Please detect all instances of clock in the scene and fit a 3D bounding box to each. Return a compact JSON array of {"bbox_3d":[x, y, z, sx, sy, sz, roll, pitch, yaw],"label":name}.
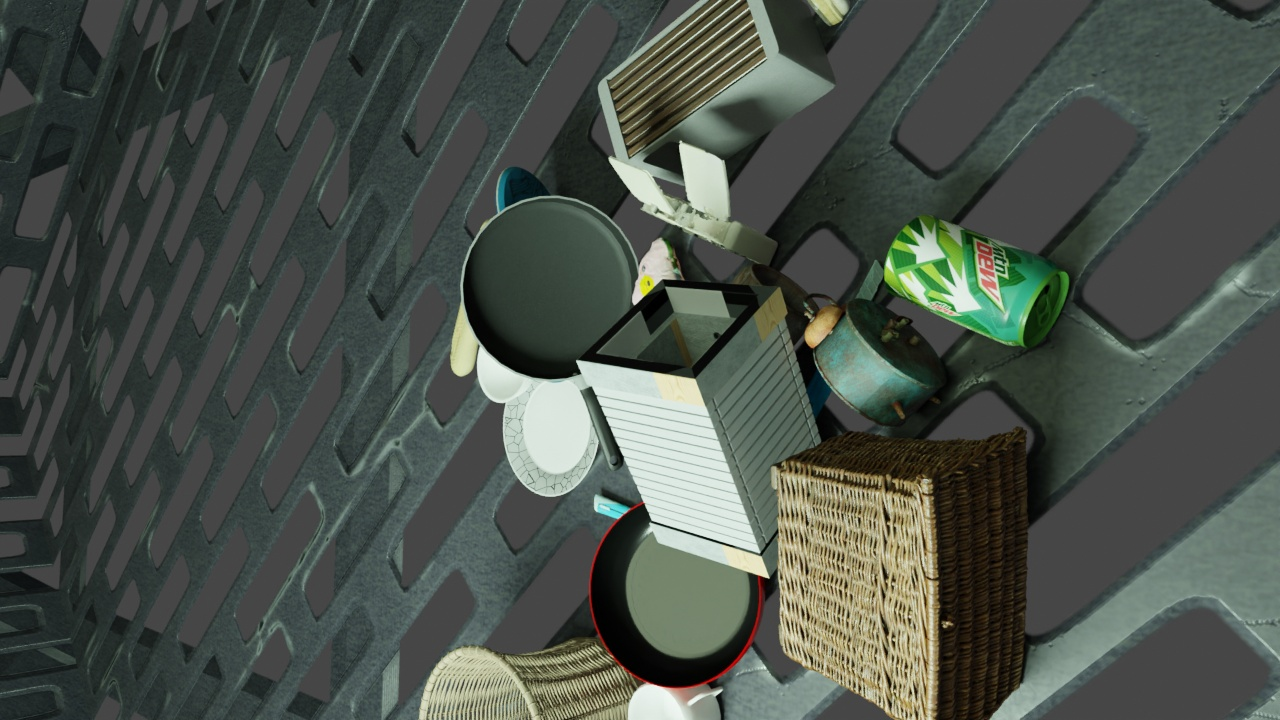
[{"bbox_3d":[0.221,-0.015,0.885,0.157,0.121,0.073,50,123,21],"label":"clock"}]

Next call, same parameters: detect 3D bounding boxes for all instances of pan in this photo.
[{"bbox_3d":[0.103,0.229,1.012,0.357,0.067,0.208,-26,69,20],"label":"pan"},{"bbox_3d":[-0.089,-0.027,1.144,0.034,0.225,0.356,18,128,70],"label":"pan"}]

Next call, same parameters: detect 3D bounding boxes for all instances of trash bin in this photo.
[{"bbox_3d":[0.074,0.065,0.915,0.143,0.142,0.247,9,132,41],"label":"trash bin"},{"bbox_3d":[0.081,-0.311,1.036,0.230,0.114,0.114,-28,69,37],"label":"trash bin"}]

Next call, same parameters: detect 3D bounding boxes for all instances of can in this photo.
[{"bbox_3d":[0.305,-0.073,0.843,0.144,0.083,0.083,32,108,38],"label":"can"}]

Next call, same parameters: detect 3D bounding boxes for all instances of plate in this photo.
[{"bbox_3d":[-0.119,0.089,1.249,0.189,0.016,0.188,-4,84,41],"label":"plate"}]

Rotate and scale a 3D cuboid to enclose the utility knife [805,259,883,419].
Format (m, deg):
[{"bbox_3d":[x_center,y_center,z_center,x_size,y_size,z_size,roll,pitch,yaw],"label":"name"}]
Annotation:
[{"bbox_3d":[0.210,-0.015,0.970,0.031,0.015,0.196,34,107,33],"label":"utility knife"}]

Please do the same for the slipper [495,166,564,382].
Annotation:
[{"bbox_3d":[-0.119,-0.118,1.199,0.060,0.118,0.294,-16,77,35],"label":"slipper"}]

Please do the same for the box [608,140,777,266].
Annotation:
[{"bbox_3d":[0.062,-0.169,1.008,0.145,0.186,0.065,30,80,35],"label":"box"}]

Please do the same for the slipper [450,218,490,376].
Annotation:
[{"bbox_3d":[-0.213,-0.085,1.308,0.111,0.079,0.262,-107,32,-47],"label":"slipper"}]

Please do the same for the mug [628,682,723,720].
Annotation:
[{"bbox_3d":[0.046,0.403,1.047,0.116,0.068,0.094,-46,59,29],"label":"mug"}]

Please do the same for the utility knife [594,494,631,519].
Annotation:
[{"bbox_3d":[-0.013,0.192,1.150,0.118,0.015,0.022,12,94,39],"label":"utility knife"}]

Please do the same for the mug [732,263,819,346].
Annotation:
[{"bbox_3d":[0.122,-0.047,1.005,0.110,0.096,0.122,-50,37,22],"label":"mug"}]

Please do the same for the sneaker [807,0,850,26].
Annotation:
[{"bbox_3d":[0.211,-0.471,0.961,0.103,0.088,0.241,-13,74,32],"label":"sneaker"}]

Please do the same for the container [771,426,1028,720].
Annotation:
[{"bbox_3d":[0.224,0.184,0.822,0.183,0.161,0.250,8,107,47],"label":"container"}]

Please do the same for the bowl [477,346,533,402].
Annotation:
[{"bbox_3d":[-0.174,0.004,1.263,0.110,0.040,0.110,-5,83,42],"label":"bowl"}]

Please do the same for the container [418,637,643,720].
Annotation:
[{"bbox_3d":[-0.120,0.445,1.105,0.227,0.195,0.227,-4,84,41],"label":"container"}]

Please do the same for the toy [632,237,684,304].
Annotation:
[{"bbox_3d":[0.023,-0.088,1.115,0.093,0.050,0.102,-40,59,36],"label":"toy"}]
